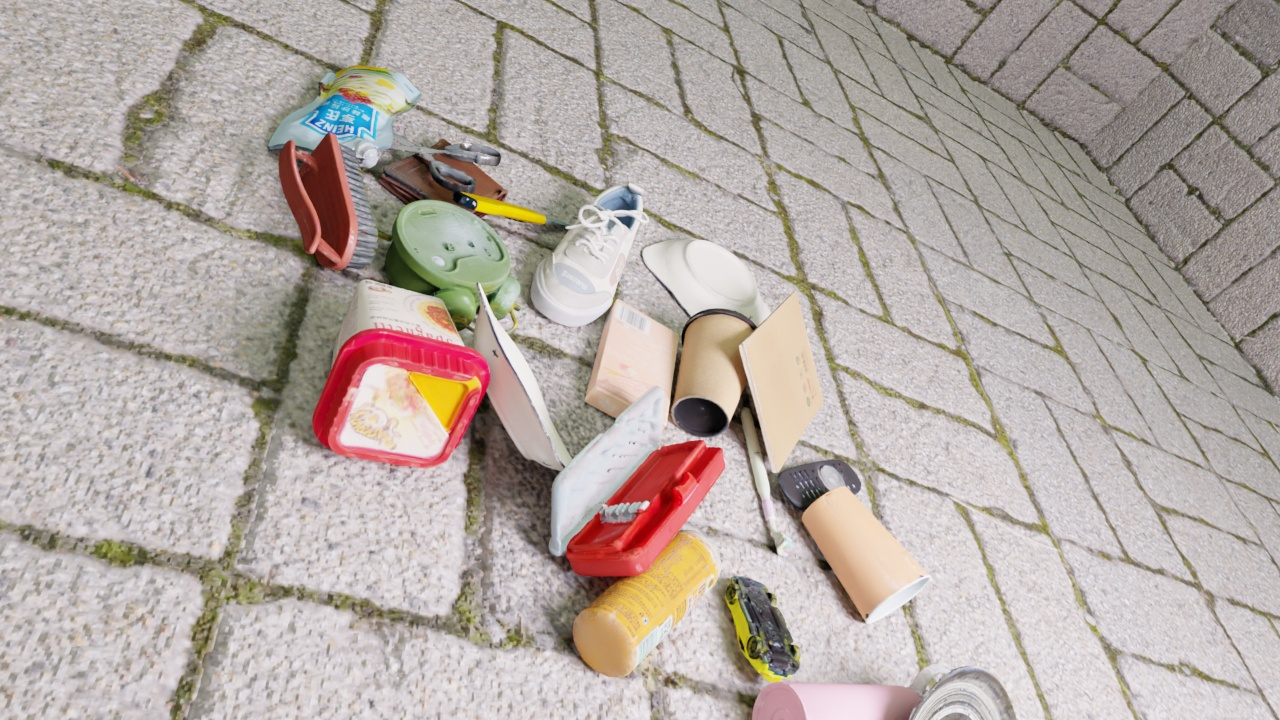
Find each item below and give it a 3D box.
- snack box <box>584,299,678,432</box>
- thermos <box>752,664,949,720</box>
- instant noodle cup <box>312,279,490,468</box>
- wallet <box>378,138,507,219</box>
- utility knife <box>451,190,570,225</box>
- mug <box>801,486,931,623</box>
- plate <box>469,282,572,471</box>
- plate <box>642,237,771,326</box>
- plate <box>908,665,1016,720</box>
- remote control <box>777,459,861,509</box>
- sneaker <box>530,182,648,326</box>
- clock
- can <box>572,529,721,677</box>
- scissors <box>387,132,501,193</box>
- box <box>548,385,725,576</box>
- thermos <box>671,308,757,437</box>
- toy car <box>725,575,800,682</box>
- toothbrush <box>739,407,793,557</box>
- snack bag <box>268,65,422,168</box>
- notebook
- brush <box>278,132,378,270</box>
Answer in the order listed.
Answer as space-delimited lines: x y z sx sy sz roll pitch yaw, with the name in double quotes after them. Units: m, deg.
-0.006 0.006 0.963 0.084 0.026 0.157 30 36 -14 "snack box"
0.192 0.297 0.771 0.198 0.087 0.067 13 6 -30 "thermos"
-0.194 0.005 0.731 0.116 0.117 0.124 14 31 -31 "instant noodle cup"
-0.210 -0.192 0.996 0.101 0.032 0.124 37 34 1 "wallet"
-0.132 -0.159 1.000 0.033 0.015 0.222 31 14 23 "utility knife"
0.222 0.192 0.926 0.078 0.078 0.122 -3 47 -44 "mug"
-0.106 0.029 0.784 0.163 0.034 0.164 61 -4 29 "plate"
0.095 -0.103 1.169 0.163 0.034 0.163 50 37 15 "plate"
0.258 0.344 0.763 0.179 0.024 0.179 2 87 -37 "plate"
0.192 0.137 0.998 0.136 0.024 0.053 -3 51 -45 "remote control"
-0.045 -0.126 1.020 0.089 0.091 0.241 33 36 -7 "sneaker"
-0.178 -0.083 0.881 0.161 0.056 0.115 49 37 15 "clock"
0.009 0.193 0.742 0.058 0.058 0.145 47 36 11 "can"
-0.232 -0.220 0.981 0.181 0.014 0.159 -4 39 -27 "scissors"
-0.006 0.095 0.797 0.200 0.096 0.101 -40 118 -56 "box"
0.079 0.012 0.986 0.093 0.093 0.142 31 43 -11 "thermos"
0.103 0.235 0.805 0.048 0.032 0.105 19 28 -26 "toy car"
0.129 0.121 0.966 0.020 0.029 0.189 -12 45 1 "toothbrush"
-0.304 -0.258 0.964 0.110 0.039 0.190 17 38 -8 "snack bag"
0.163 0.017 1.034 0.207 0.008 0.148 -39 116 -58 "notebook"
-0.289 -0.142 0.841 0.069 0.063 0.145 16 42 -47 "brush"
